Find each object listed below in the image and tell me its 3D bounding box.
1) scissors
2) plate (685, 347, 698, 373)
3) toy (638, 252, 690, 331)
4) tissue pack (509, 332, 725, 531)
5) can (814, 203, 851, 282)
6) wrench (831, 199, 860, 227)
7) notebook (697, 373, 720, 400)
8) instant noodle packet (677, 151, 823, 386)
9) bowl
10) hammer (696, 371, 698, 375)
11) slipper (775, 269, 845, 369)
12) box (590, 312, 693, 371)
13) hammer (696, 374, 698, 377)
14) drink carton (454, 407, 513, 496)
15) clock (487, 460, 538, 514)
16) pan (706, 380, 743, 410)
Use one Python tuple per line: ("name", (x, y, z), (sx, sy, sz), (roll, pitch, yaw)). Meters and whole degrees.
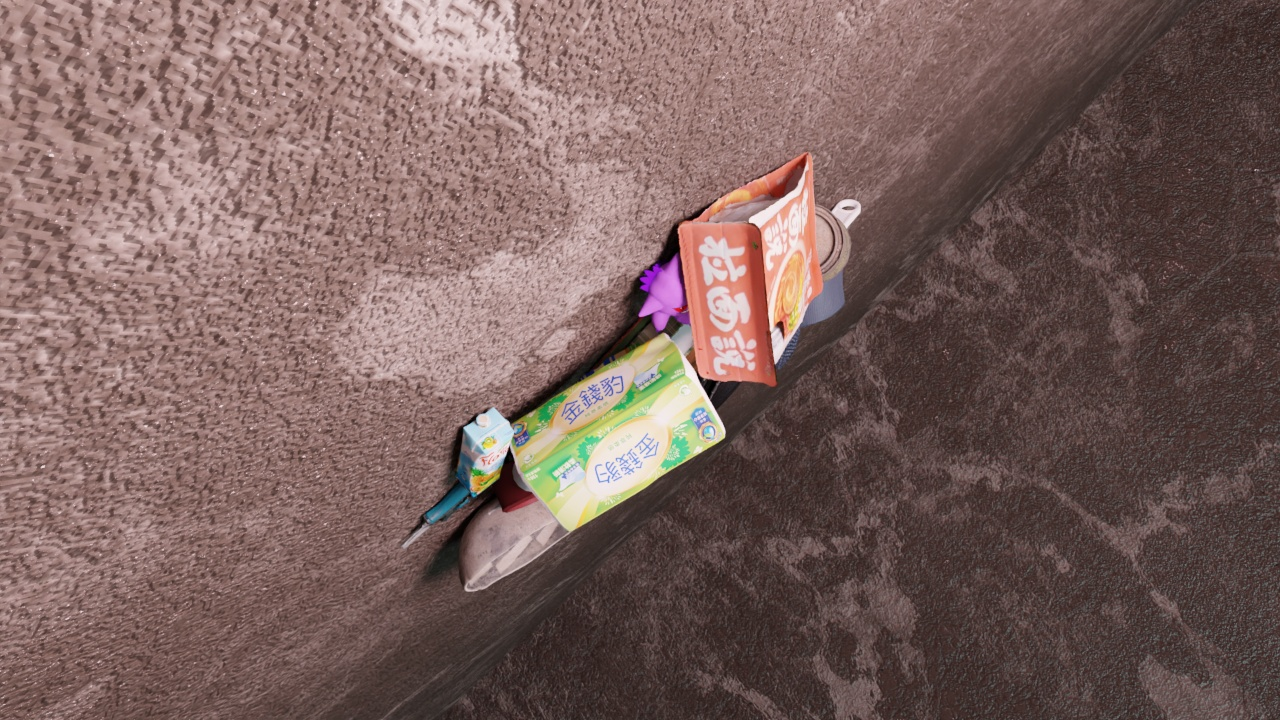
("scissors", (-0.203, 0.155, 1.008), (0.143, 0.019, 0.127), (-32, 165, -34))
("plate", (0.070, -0.001, 1.315), (0.131, 0.025, 0.131), (-40, 168, -11))
("toy", (0.036, -0.073, 0.886), (0.106, 0.056, 0.088), (-58, 160, 21))
("tissue pack", (-0.035, 0.054, 0.930), (0.197, 0.141, 0.120), (-26, 128, -4))
("can", (0.202, -0.139, 1.095), (0.090, 0.090, 0.074), (-45, 168, 15))
("wrench", (0.218, -0.135, 1.188), (0.272, 0.066, 0.018), (-48, 145, -34))
("notebook", (0.110, -0.055, 1.074), (0.209, 0.029, 0.169), (108, 0, -61))
("instant noodle packet", (0.131, -0.098, 0.910), (0.220, 0.084, 0.164), (-43, 130, -48))
("bowl", (-0.167, 0.215, 1.178), (0.178, 0.081, 0.179), (-33, 163, -12))
("hammer", (-0.017, 0.127, 1.449), (0.321, 0.036, 0.123), (-44, -177, 13))
("slipper", (0.248, -0.077, 1.342), (0.101, 0.082, 0.264), (-37, 151, -46))
("box", (-0.006, 0.006, 1.046), (0.206, 0.050, 0.117), (-48, 164, 22))
("hammer", (0.026, 0.071, 1.291), (0.302, 0.028, 0.110), (-38, 179, 37))
("drink carton", (-0.153, 0.090, 0.891), (0.044, 0.038, 0.129), (-36, 167, -29))
("clock", (-0.120, 0.132, 1.053), (0.096, 0.048, 0.138), (-15, 167, -46))
("pan", (0.136, 0.026, 1.427), (0.204, 0.044, 0.355), (-48, 179, 6))
